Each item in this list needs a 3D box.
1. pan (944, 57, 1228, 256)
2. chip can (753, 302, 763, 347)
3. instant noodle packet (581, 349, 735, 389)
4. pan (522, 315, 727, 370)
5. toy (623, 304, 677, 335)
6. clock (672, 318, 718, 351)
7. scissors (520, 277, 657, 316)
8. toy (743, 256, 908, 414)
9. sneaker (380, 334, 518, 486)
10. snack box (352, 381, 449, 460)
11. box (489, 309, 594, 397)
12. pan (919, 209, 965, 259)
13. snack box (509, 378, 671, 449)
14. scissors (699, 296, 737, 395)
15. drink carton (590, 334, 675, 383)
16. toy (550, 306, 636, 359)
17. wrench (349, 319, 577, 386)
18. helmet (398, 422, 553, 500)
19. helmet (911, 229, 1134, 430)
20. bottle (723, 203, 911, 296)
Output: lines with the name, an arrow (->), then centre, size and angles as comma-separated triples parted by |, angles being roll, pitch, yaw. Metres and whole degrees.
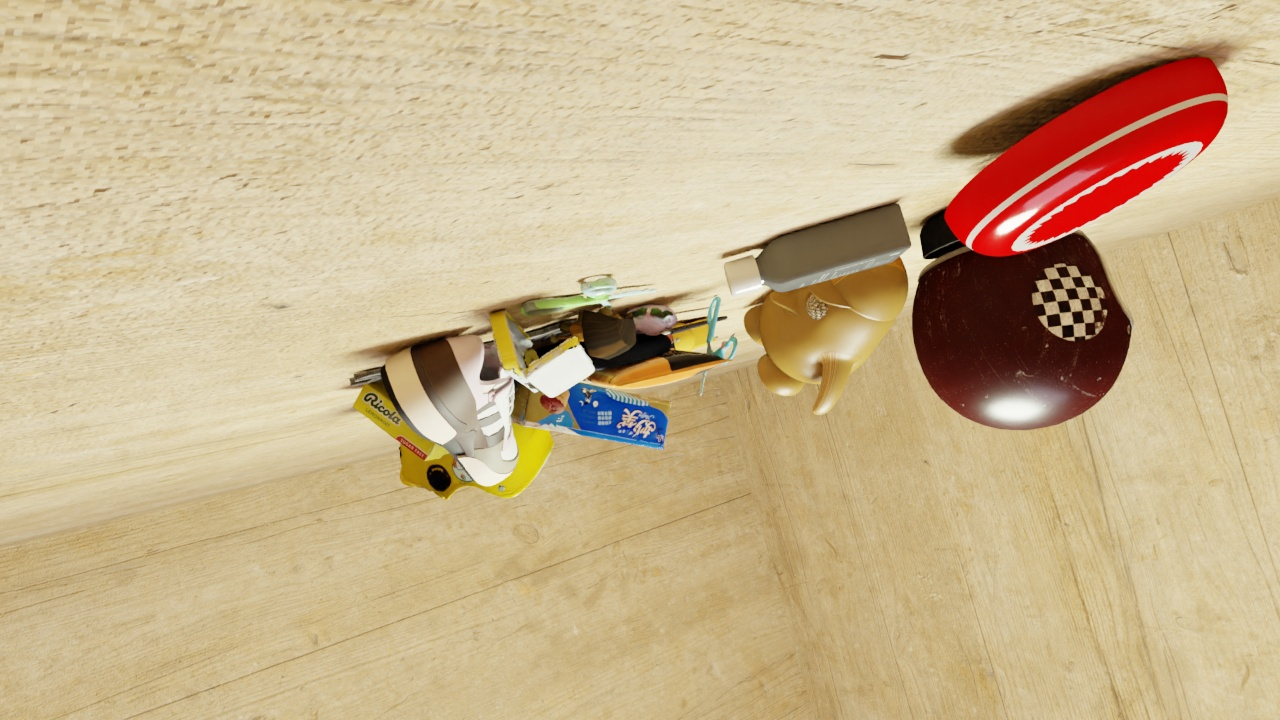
pan -> 0.394, -0.163, 0.750 | 0.355, 0.067, 0.210 | -13, 162, -38
chip can -> 0.218, -0.067, 1.340 | 0.075, 0.075, 0.215 | -15, 176, -9
instant noodle packet -> -0.008, 0.007, 1.167 | 0.159, 0.032, 0.221 | -12, -170, -27
pan -> -0.004, -0.029, 1.213 | 0.355, 0.021, 0.199 | -16, -168, -42
toy -> 0.007, -0.047, 1.122 | 0.080, 0.036, 0.099 | -6, 177, 6
clock -> 0.053, -0.028, 1.429 | 0.114, 0.052, 0.151 | -18, 179, 33
scissors -> -0.050, -0.062, 0.912 | 0.139, 0.028, 0.170 | -18, 171, 8
toy -> 0.221, -0.059, 1.076 | 0.162, 0.198, 0.204 | 7, 145, -30
sneaker -> -0.176, 0.047, 1.030 | 0.116, 0.111, 0.294 | -27, 152, -1
snack box -> -0.269, 0.073, 1.179 | 0.045, 0.121, 0.180 | -59, 167, 9
box -> -0.106, -0.012, 0.953 | 0.079, 0.080, 0.209 | -35, 172, -3
pan -> 0.380, -0.157, 0.961 | 0.205, 0.044, 0.354 | -18, 175, 28
snack box -> -0.084, 0.064, 1.239 | 0.202, 0.069, 0.155 | 12, 178, -26
scissors -> 0.094, -0.026, 1.185 | 0.015, 0.135, 0.135 | 14, 159, -22
drink carton -> -0.016, -0.010, 1.314 | 0.130, 0.064, 0.040 | -13, 176, -19
toy -> -0.054, -0.031, 1.018 | 0.100, 0.062, 0.076 | -2, 150, 30
wrench -> -0.198, -0.009, 1.057 | 0.273, 0.010, 0.070 | -14, 175, -11
helmet -> -0.252, 0.097, 1.350 | 0.240, 0.140, 0.208 | -1, -157, 11
helmet -> 0.431, -0.045, 1.061 | 0.233, 0.253, 0.234 | -3, 165, -21
bottle -> 0.170, -0.103, 0.911 | 0.174, 0.046, 0.084 | -16, 176, 3
